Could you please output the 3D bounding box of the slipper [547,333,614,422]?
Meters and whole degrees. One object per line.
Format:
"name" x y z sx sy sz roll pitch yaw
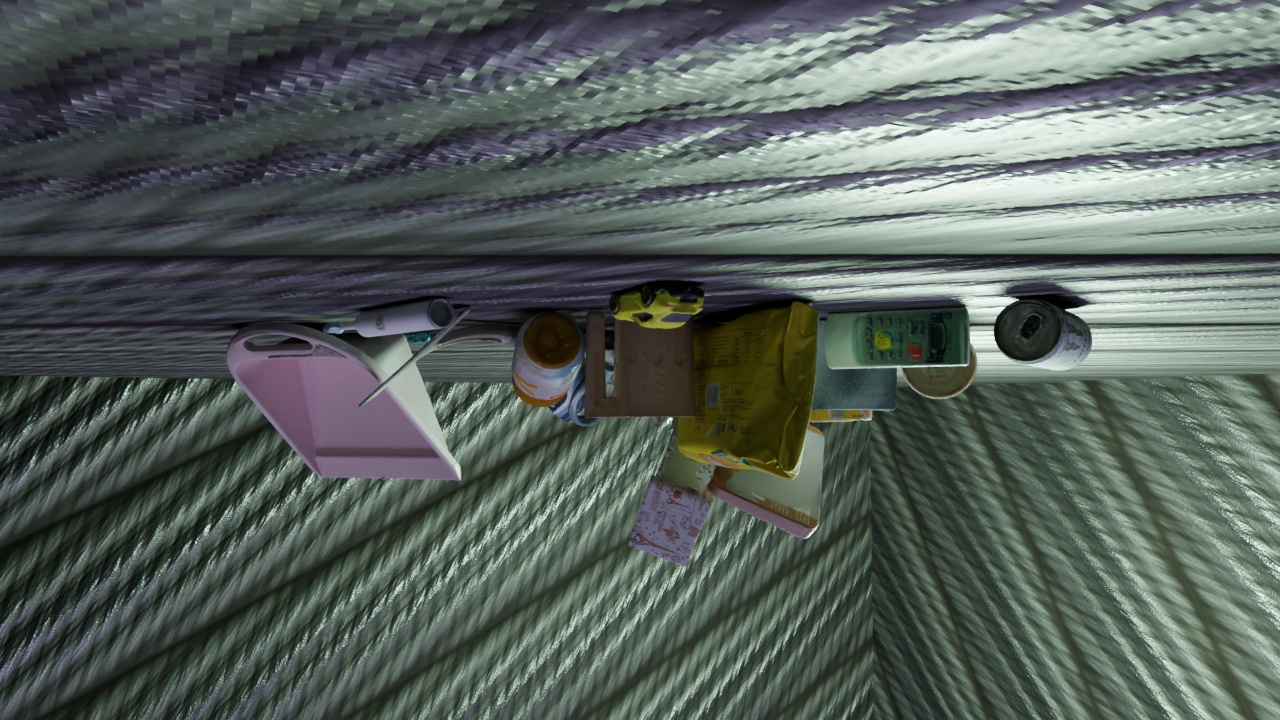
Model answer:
"slipper" -0.086 0.012 1.198 0.095 0.105 0.253 35 162 -1

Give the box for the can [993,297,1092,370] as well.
"can" 0.368 -0.022 0.835 0.058 0.058 0.146 -2 176 35

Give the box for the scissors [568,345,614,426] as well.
"scissors" -0.006 0.006 1.027 0.178 0.019 0.171 -16 144 -30

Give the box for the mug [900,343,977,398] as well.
"mug" 0.340 -0.003 1.094 0.114 0.082 0.105 27 -174 16

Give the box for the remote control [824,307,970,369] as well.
"remote control" 0.246 -0.021 0.885 0.135 0.056 0.019 -1 176 24

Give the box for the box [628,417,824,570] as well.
"box" 0.112 0.148 1.100 0.193 0.157 0.182 21 -141 4

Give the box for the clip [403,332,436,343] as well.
"clip" -0.275 -0.027 1.131 0.057 0.015 0.049 -3 178 28

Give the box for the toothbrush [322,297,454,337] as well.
"toothbrush" -0.244 -0.037 0.862 0.026 0.027 0.221 -4 -179 -43

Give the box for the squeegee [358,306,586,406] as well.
"squeegee" -0.152 -0.022 1.003 0.246 0.039 0.247 -7 163 -41

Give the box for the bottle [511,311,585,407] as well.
"bottle" -0.100 0.007 0.954 0.068 0.068 0.190 1 164 -10

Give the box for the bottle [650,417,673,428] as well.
"bottle" 0.106 0.035 1.219 0.205 0.060 0.060 -23 -176 -17

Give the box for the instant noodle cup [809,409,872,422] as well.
"instant noodle cup" 0.215 0.017 1.077 0.138 0.109 0.138 -1 178 0

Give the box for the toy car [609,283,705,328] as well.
"toy car" 0.012 -0.041 0.736 0.048 0.032 0.105 1 178 -27

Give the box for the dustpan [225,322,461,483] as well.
"dustpan" -0.368 0.063 1.091 0.223 0.273 0.138 -4 -159 20

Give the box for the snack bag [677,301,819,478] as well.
"snack bag" 0.098 0.031 0.906 0.068 0.158 0.247 7 174 -14

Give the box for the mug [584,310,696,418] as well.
"mug" -0.003 0.005 0.905 0.124 0.103 0.084 2 176 -37

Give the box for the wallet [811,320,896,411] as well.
"wallet" 0.230 0.007 0.995 0.120 0.097 0.019 2 -179 -26
